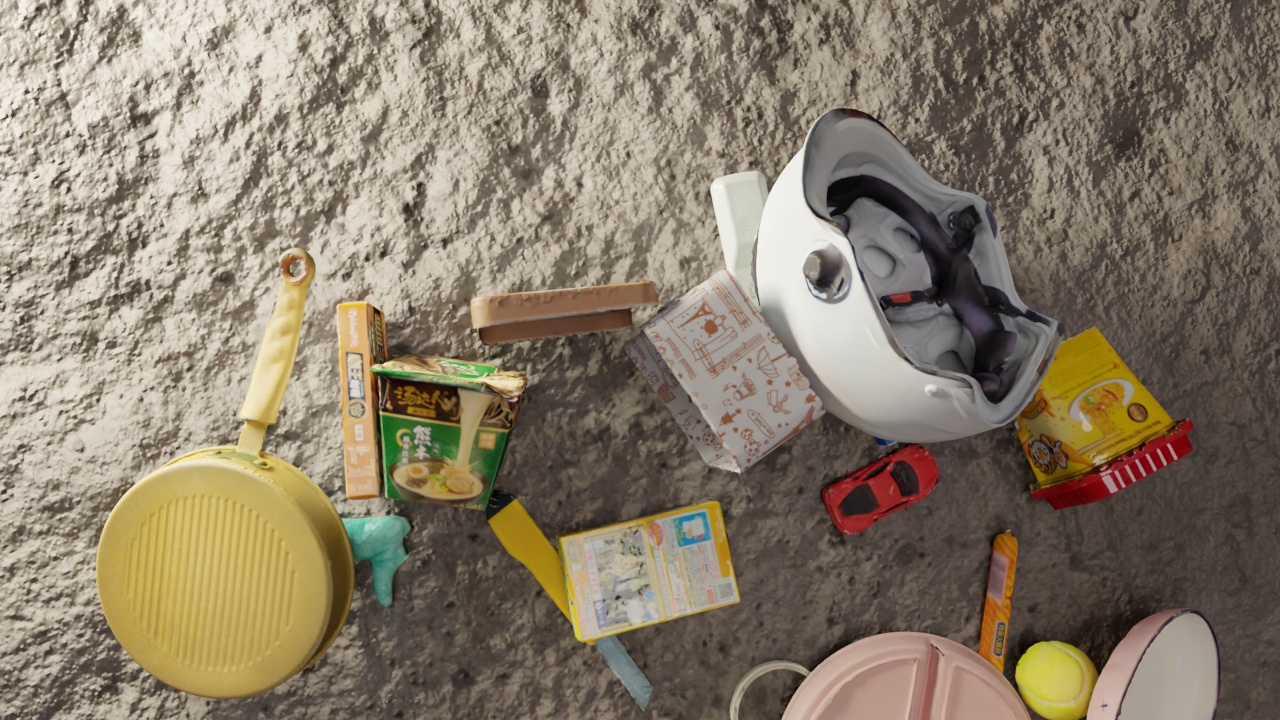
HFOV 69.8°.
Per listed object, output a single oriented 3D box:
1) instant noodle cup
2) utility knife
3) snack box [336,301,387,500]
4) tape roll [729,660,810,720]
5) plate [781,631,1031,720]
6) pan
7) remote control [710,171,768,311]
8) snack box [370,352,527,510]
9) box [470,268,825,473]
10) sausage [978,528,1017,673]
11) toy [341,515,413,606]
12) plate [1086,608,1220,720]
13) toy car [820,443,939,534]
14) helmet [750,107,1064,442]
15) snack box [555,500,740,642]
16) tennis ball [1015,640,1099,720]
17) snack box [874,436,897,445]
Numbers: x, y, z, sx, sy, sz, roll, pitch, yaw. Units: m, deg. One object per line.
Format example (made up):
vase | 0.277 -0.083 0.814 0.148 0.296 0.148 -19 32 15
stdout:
instant noodle cup | 0.373 0.047 0.777 0.116 0.116 0.123 -25 77 -6
utility knife | -0.060 0.202 0.772 0.033 0.015 0.223 -37 89 -7
snack box | -0.221 0.033 0.741 0.026 0.075 0.153 -5 86 -4
tape roll | 0.119 0.300 0.781 0.086 0.014 0.085 0 86 -4
plate | 0.225 0.344 0.761 0.229 0.028 0.229 0 85 -3
pan | -0.308 0.088 0.724 0.198 0.078 0.357 11 98 3
remote control | 0.097 -0.103 0.803 0.049 0.024 0.125 -12 88 -5
snack box | -0.155 0.057 0.733 0.117 0.118 0.105 8 95 -5
box | 0.004 -0.010 0.711 0.269 0.179 0.136 24 84 -4
sausage | 0.309 0.228 0.798 0.021 0.021 0.165 9 86 -4
toy | -0.232 0.156 0.755 0.092 0.030 0.096 -5 89 -2
plate | 0.419 0.295 0.761 0.192 0.039 0.192 -7 101 -36
toy car | 0.210 0.110 0.795 0.106 0.031 0.049 -25 89 -8
helmet | 0.178 -0.048 0.705 0.228 0.146 0.258 -26 78 -46
snack box | 0.006 0.173 0.763 0.140 0.034 0.087 -11 84 -14
tennis ball | 0.353 0.271 0.777 0.065 0.065 0.065 0 86 -5
snack box | 0.217 -0.013 0.805 0.084 0.026 0.157 -24 88 -6
